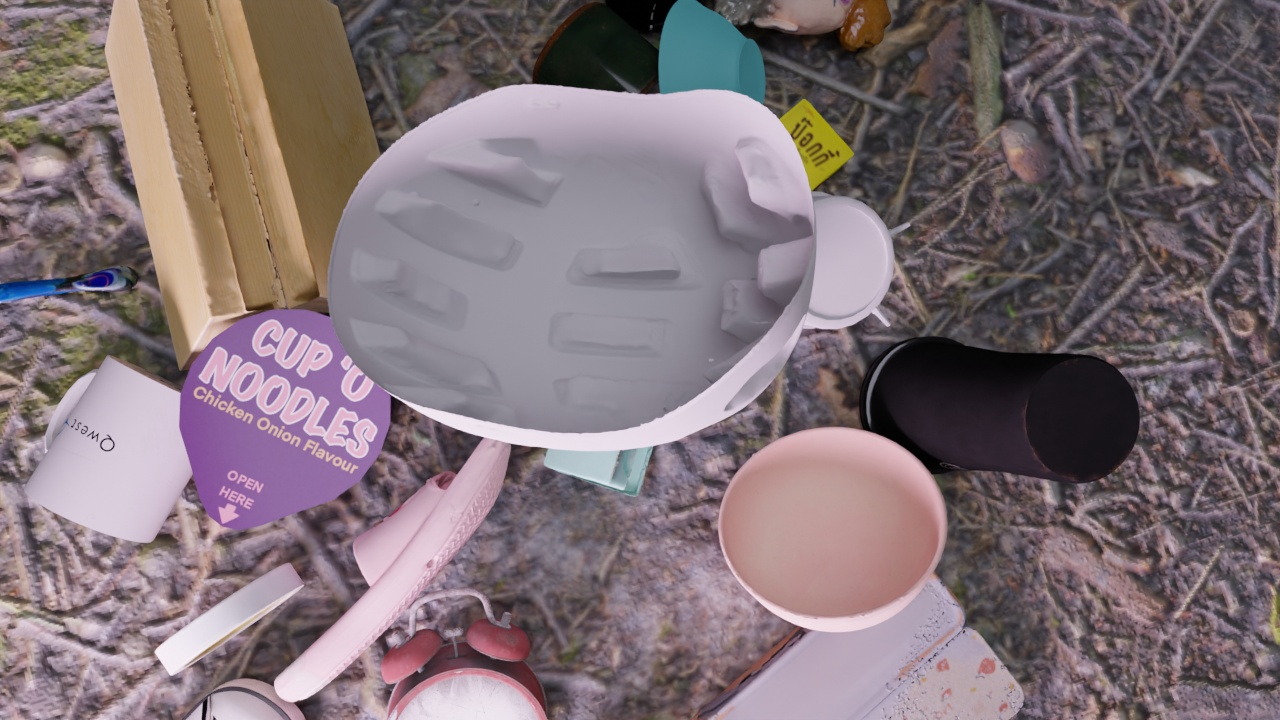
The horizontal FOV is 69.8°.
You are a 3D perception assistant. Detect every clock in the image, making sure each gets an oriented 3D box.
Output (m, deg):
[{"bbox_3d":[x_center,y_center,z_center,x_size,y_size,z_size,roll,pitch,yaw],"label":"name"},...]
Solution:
[{"bbox_3d":[-0.119,0.229,0.618,0.110,0.062,0.157,-7,96,-8],"label":"clock"},{"bbox_3d":[0.114,-0.077,0.683,0.159,0.061,0.120,8,97,-16],"label":"clock"}]

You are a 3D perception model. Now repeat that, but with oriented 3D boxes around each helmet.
[{"bbox_3d":[-0.043,-0.051,0.550,0.282,0.184,0.223,2,62,-6],"label":"helmet"}]

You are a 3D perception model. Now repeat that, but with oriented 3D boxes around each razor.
[{"bbox_3d":[-0.430,-0.050,0.647,0.141,0.018,0.044,-11,82,-8],"label":"razor"}]

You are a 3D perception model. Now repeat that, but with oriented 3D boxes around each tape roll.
[{"bbox_3d":[-0.265,0.167,0.596,0.094,0.094,0.019,-35,87,-11],"label":"tape roll"}]

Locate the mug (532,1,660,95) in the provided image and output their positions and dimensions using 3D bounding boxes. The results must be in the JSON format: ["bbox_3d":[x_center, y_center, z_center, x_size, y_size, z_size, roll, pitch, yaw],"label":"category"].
[{"bbox_3d":[-0.020,-0.218,0.696,0.081,0.085,0.110,42,46,2],"label":"mug"}]

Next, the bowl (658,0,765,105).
[{"bbox_3d":[0.061,-0.206,0.675,0.046,0.121,0.121,3,79,28],"label":"bowl"}]

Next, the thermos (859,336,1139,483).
[{"bbox_3d":[0.233,0.034,0.618,0.106,0.219,0.106,0,90,-7],"label":"thermos"}]

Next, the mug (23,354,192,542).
[{"bbox_3d":[-0.354,0.052,0.617,0.120,0.083,0.096,21,78,26],"label":"mug"}]

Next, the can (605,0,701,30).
[{"bbox_3d":[-0.003,-0.339,0.709,0.080,0.080,0.146,-14,82,-9],"label":"can"}]

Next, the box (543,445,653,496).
[{"bbox_3d":[-0.003,0.005,0.688,0.077,0.080,0.188,9,77,36],"label":"box"}]

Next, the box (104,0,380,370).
[{"bbox_3d":[-0.266,-0.140,0.627,0.184,0.142,0.248,-15,84,-16],"label":"box"}]

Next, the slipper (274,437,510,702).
[{"bbox_3d":[-0.164,0.133,0.611,0.055,0.107,0.221,40,84,1],"label":"slipper"}]

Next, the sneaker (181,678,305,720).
[{"bbox_3d":[-0.306,0.319,0.567,0.091,0.097,0.245,35,80,-1],"label":"sneaker"}]

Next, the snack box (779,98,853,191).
[{"bbox_3d":[0.093,-0.136,0.720,0.148,0.026,0.061,-41,88,-11],"label":"snack box"}]

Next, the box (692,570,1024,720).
[{"bbox_3d":[0.160,0.256,0.666,0.216,0.043,0.151,-37,92,-11],"label":"box"}]

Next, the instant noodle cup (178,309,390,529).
[{"bbox_3d":[-0.222,0.045,0.605,0.122,0.122,0.136,26,79,-3],"label":"instant noodle cup"}]

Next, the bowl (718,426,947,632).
[{"bbox_3d":[0.136,0.128,0.648,0.153,0.076,0.152,-8,50,9],"label":"bowl"}]

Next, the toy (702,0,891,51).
[{"bbox_3d":[0.125,-0.304,0.727,0.176,0.076,0.132,21,80,-11],"label":"toy"}]
